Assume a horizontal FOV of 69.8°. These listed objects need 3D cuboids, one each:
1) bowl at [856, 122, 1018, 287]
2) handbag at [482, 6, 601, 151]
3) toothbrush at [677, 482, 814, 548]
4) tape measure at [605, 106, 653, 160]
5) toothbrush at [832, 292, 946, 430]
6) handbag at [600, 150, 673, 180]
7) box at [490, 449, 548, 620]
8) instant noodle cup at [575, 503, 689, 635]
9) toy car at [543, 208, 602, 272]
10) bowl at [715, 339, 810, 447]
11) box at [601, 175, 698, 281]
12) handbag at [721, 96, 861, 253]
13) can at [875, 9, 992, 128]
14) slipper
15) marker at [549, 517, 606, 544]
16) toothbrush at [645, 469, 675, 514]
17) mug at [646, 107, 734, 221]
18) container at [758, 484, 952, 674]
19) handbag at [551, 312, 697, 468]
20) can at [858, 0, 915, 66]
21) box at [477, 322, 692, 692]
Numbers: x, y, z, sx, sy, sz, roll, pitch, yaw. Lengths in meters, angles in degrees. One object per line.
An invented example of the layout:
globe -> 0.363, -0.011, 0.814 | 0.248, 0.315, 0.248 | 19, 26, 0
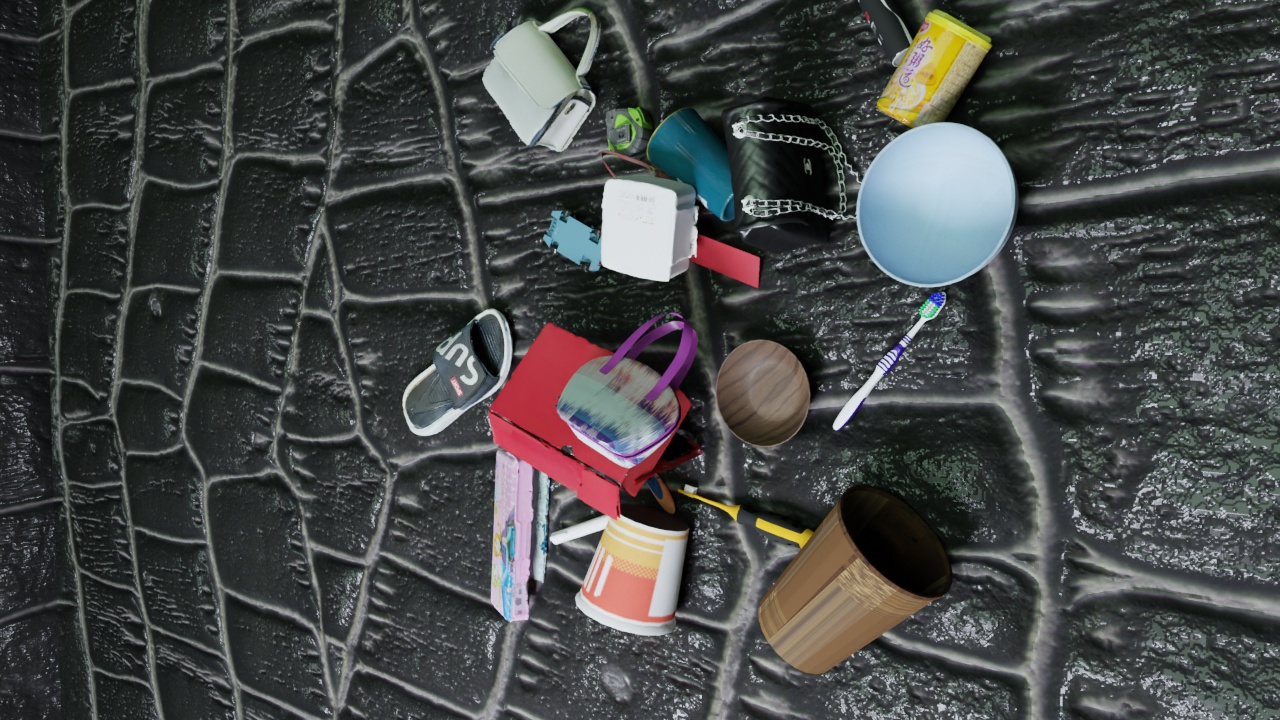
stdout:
bowl -> 0.291, -0.145, 0.875 | 0.151, 0.074, 0.150 | 3, 95, 38
handbag -> -0.118, -0.380, 1.182 | 0.176, 0.073, 0.151 | -46, 66, 29
toothbrush -> 0.120, 0.178, 1.056 | 0.197, 0.031, 0.031 | 16, 93, 40
tape measure -> -0.016, -0.280, 1.131 | 0.059, 0.035, 0.065 | -3, 90, 37
toothbrush -> 0.254, 0.004, 0.949 | 0.015, 0.016, 0.187 | 47, 118, 27
handbag -> -0.002, -0.219, 1.107 | 0.119, 0.029, 0.055 | 37, 83, 18
box -> -0.166, 0.239, 1.277 | 0.085, 0.063, 0.230 | 14, 103, 62
instant noodle cup -> -0.003, 0.246, 1.103 | 0.123, 0.123, 0.121 | 19, 96, 36
toy car -> -0.076, -0.154, 1.190 | 0.108, 0.027, 0.060 | 34, 112, 32
bowl -> 0.143, 0.036, 1.026 | 0.119, 0.032, 0.119 | 2, 94, 38
box -> 0.022, -0.157, 1.051 | 0.102, 0.101, 0.108 | 15, 116, 26
handbag -> 0.153, -0.196, 0.948 | 0.115, 0.124, 0.153 | -5, 89, 38
can -> 0.280, -0.273, 0.881 | 0.067, 0.067, 0.105 | 42, 117, 29
slipper -> -0.278, 0.025, 1.337 | 0.265, 0.063, 0.111 | -37, 71, 36
marker -> -0.069, 0.220, 1.209 | 0.134, 0.020, 0.017 | -25, 73, 36
toothbrush -> 0.005, 0.137, 1.152 | 0.135, 0.017, 0.022 | 52, 124, 21
mug -> 0.074, -0.219, 1.044 | 0.121, 0.078, 0.078 | 49, 119, 20
container -> 0.208, 0.231, 0.933 | 0.132, 0.132, 0.168 | 51, 126, 24
handbag -> -0.003, 0.021, 0.992 | 0.145, 0.068, 0.169 | 29, 75, 33
can -> 0.250, -0.338, 0.923 | 0.032, 0.031, 0.080 | -33, 73, 34
box -> -0.092, 0.182, 1.111 | 0.213, 0.127, 0.426 | 25, 109, 33
